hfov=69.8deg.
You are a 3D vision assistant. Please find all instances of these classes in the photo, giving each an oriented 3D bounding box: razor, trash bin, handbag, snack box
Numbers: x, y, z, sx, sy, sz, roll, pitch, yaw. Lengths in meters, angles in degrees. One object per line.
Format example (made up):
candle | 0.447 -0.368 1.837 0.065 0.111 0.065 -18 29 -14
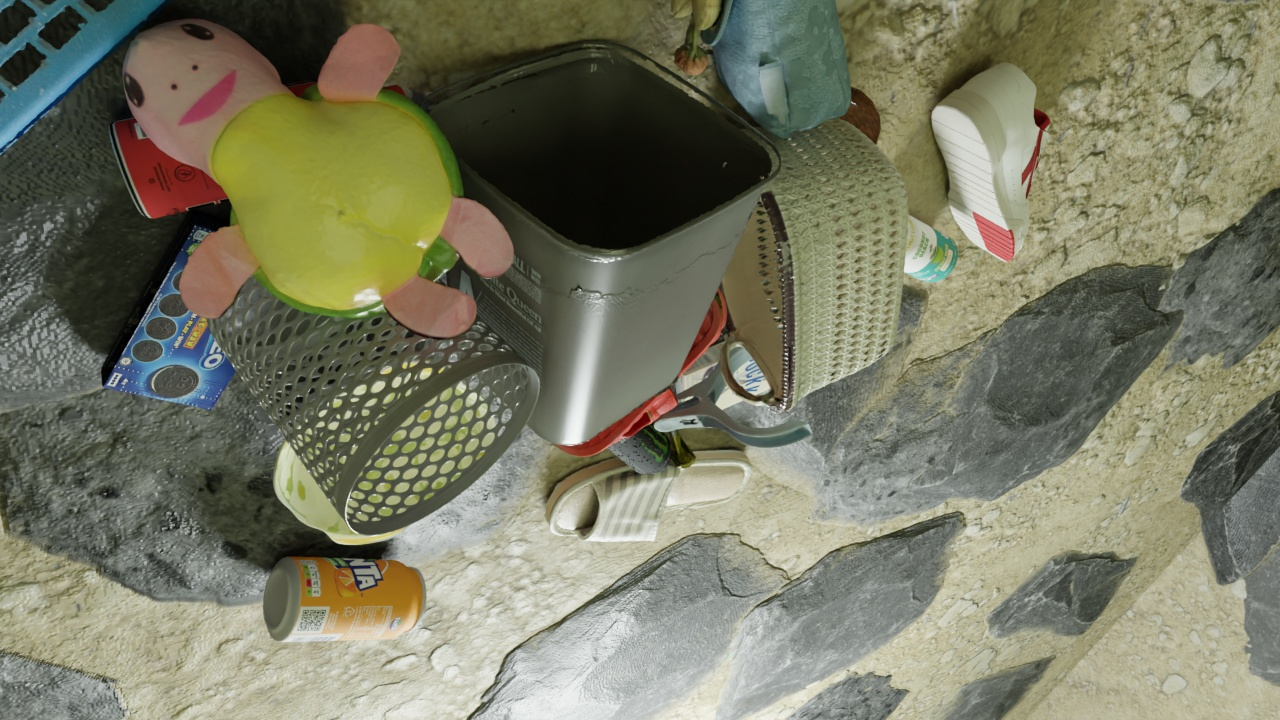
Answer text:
razor | 0.035 0.069 1.008 0.026 0.042 0.106 -23 129 -11
trash bin | -0.189 0.000 0.637 0.156 0.183 0.157 -39 160 -17
handbag | 0.078 -0.248 0.663 0.118 0.121 0.192 -27 144 -2
snack box | 0.109 0.009 1.001 0.150 0.026 0.082 -22 137 -13
trash bin | -0.042 -0.077 0.680 0.196 0.197 0.221 -32 151 -34
snack box | -0.319 -0.032 0.668 0.082 0.027 0.150 19 117 -45

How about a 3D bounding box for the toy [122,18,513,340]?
toy | -0.187 -0.102 0.529 0.238 0.087 0.190 33 98 -14

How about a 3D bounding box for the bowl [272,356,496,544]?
bowl | -0.226 0.066 0.804 0.188 0.060 0.220 0 130 -35

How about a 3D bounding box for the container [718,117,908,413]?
container | 0.133 -0.086 0.789 0.143 0.184 0.252 -17 134 -7

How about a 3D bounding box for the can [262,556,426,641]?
can | -0.292 0.236 0.910 0.142 0.079 0.079 14 121 -42

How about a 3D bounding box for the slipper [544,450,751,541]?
slipper | 0.020 0.157 1.069 0.272 0.054 0.115 -7 128 -30

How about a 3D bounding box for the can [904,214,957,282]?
can | 0.290 -0.120 0.975 0.101 0.055 0.055 14 120 -42

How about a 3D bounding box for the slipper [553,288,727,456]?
slipper | -0.005 0.005 0.846 0.249 0.103 0.059 -40 165 34

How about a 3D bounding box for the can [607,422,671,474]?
can | -0.015 0.074 0.958 0.054 0.054 0.137 -39 140 5

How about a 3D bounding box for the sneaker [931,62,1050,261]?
sneaker | 0.376 -0.203 0.938 0.104 0.090 0.236 -41 136 -2

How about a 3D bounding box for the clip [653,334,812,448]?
clip | 0.101 0.015 0.937 0.031 0.173 0.164 60 42 -48

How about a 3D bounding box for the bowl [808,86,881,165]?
bowl | 0.158 -0.206 0.818 0.102 0.026 0.114 -33 139 23

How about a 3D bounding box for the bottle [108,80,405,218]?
bottle | -0.236 -0.142 0.590 0.176 0.062 0.062 -18 137 -19

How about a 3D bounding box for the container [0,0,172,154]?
container | -0.349 -0.218 0.418 0.362 0.089 0.257 -39 140 5
